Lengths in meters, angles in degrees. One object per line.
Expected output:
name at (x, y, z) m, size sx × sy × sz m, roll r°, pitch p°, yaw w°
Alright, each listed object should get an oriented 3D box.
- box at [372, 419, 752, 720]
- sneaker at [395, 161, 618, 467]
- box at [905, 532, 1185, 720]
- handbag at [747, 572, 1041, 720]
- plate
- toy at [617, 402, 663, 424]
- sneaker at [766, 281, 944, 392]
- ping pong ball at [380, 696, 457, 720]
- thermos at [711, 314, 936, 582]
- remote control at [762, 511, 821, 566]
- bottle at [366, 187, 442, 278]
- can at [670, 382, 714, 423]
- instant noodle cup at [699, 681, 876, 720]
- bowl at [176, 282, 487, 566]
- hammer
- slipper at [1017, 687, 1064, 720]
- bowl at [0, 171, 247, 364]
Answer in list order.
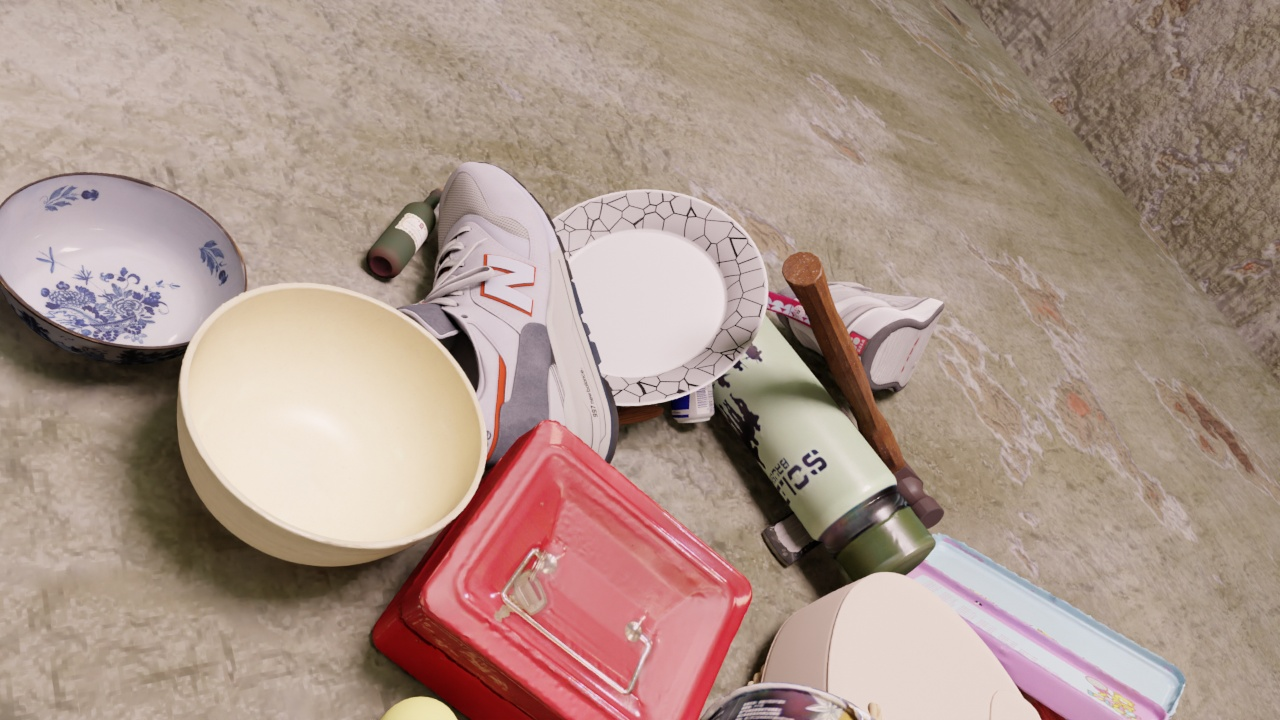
box at (-0.043, 0.135, 0.485) m, size 0.157 × 0.111 × 0.133 m, roll 42°, pitch 47°, yaw -9°
sneaker at (-0.106, -0.030, 0.575) m, size 0.124 × 0.089 × 0.239 m, roll -4°, pitch 62°, yaw -49°
box at (0.296, 0.208, 0.703) m, size 0.214 × 0.035 × 0.150 m, roll 31°, pitch 24°, yaw 32°
handbag at (0.173, 0.243, 0.569) m, size 0.208 × 0.104 × 0.210 m, roll 42°, pitch 38°, yaw -11°
plate at (-0.003, -0.046, 0.668) m, size 0.188 × 0.016 × 0.188 m, roll -3°, pitch 59°, yaw 5°
toy at (-0.004, 0.004, 0.679) m, size 0.055 × 0.042 × 0.101 m, roll 60°, pitch 20°, yaw -60°
sneaker at (0.213, -0.035, 0.899) m, size 0.129 × 0.097 × 0.262 m, roll 31°, pitch 18°, yaw 25°
ping pong ball at (-0.102, 0.175, 0.421) m, size 0.040 × 0.040 × 0.040 m, roll 26°, pitch 41°, yaw -24°
thermos at (0.128, 0.067, 0.701) m, size 0.082 × 0.083 × 0.231 m, roll -8°, pitch 54°, yaw -47°
remote control at (0.142, 0.125, 0.726) m, size 0.136 × 0.013 × 0.033 m, roll -16°, pitch 65°, yaw -50°
bottle at (-0.159, -0.093, 0.639) m, size 0.025 × 0.025 × 0.105 m, roll 35°, pitch 38°, yaw -13°
can at (0.036, -0.001, 0.697) m, size 0.032 × 0.032 × 0.095 m, roll -6°, pitch 90°, yaw -46°
instant noodle cup at (0.059, 0.239, 0.427) m, size 0.137 × 0.138 × 0.112 m, roll 54°, pitch 30°, yaw 12°
bowl at (-0.161, 0.042, 0.463) m, size 0.150 × 0.076 × 0.150 m, roll 26°, pitch 40°, yaw -24°
hammer at (0.164, 0.025, 0.693) m, size 0.115 × 0.033 × 0.323 m, roll 58°, pitch 3°, yaw 41°
slipper at (0.319, 0.336, 0.619) m, size 0.059 × 0.104 × 0.248 m, roll -3°, pitch 48°, yaw -25°
bowl at (-0.265, -0.038, 0.466) m, size 0.114 × 0.045 × 0.114 m, roll 25°, pitch 40°, yaw -24°
